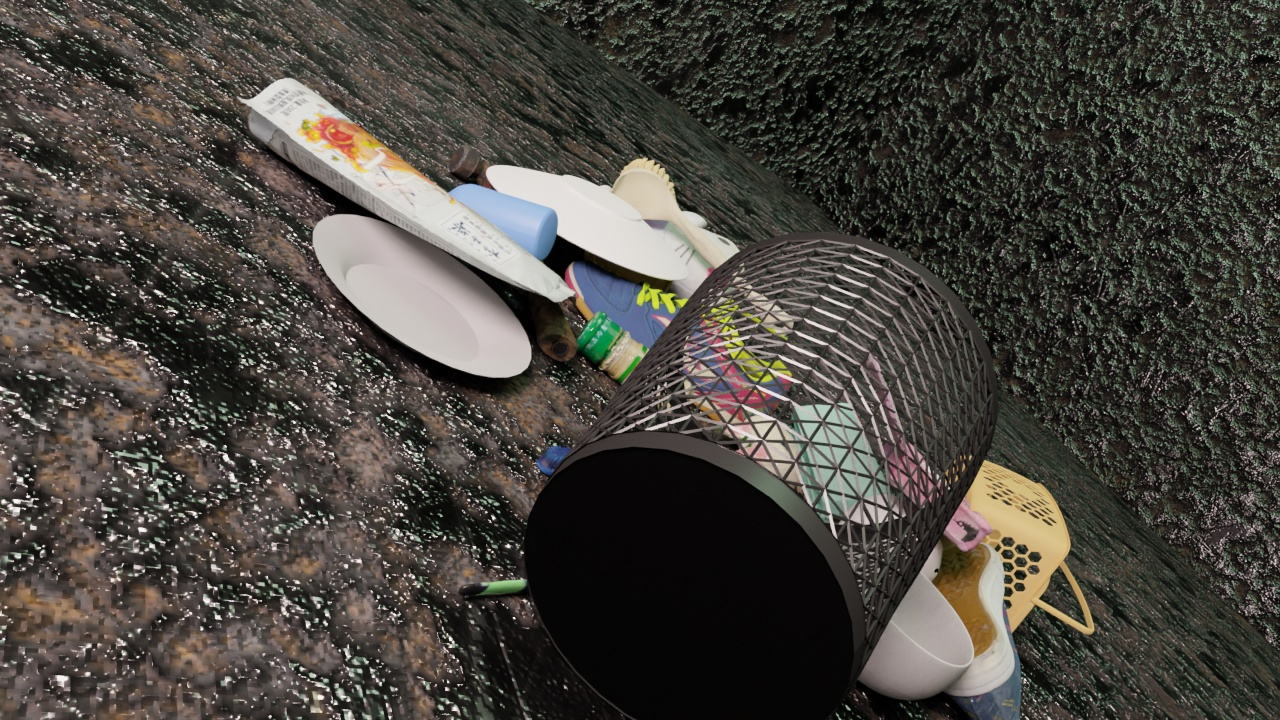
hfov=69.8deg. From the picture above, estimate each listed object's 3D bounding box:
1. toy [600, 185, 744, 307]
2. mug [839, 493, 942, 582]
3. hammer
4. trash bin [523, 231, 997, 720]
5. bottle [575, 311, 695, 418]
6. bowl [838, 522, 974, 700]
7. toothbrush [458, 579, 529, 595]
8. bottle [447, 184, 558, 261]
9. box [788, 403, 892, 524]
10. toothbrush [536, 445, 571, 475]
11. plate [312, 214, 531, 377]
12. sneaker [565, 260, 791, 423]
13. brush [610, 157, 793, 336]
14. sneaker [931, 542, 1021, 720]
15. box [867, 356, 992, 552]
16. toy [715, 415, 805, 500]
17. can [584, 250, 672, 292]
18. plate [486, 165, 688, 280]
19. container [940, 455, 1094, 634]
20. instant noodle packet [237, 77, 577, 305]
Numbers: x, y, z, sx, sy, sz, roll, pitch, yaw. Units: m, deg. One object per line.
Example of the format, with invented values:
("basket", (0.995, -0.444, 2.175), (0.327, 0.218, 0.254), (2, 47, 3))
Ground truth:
("toy", (0.033, -0.138, 1.120), (0.209, 0.086, 0.137), (40, 33, 9))
("mug", (0.206, 0.160, 0.777), (0.090, 0.076, 0.123), (47, 20, 20))
("hammer", (-0.104, -0.101, 0.868), (0.120, 0.033, 0.330), (27, 23, -34))
("trash bin", (0.069, 0.066, 0.510), (0.217, 0.218, 0.242), (41, 35, 6))
("bottle", (-0.005, 0.005, 0.791), (0.110, 0.043, 0.042), (38, 19, -8))
("bowl", (0.167, 0.187, 0.662), (0.132, 0.064, 0.131), (34, 19, -14))
("toothbrush", (-0.029, 0.126, 0.514), (0.187, 0.014, 0.017), (13, 40, -52))
("bottle", (-0.140, -0.127, 0.799), (0.131, 0.048, 0.048), (19, 16, 12))
("box", (0.194, 0.120, 0.926), (0.077, 0.079, 0.188), (-4, 25, 0))
("toothbrush", (-0.001, 0.082, 0.659), (0.189, 0.017, 0.016), (18, 29, -47))
("plate", (-0.155, -0.041, 0.650), (0.172, 0.019, 0.172), (34, 19, -14))
("sneaker", (0.040, -0.034, 0.886), (0.242, 0.091, 0.116), (37, 21, -5))
("brush", (0.071, -0.127, 1.032), (0.272, 0.062, 0.077), (45, 49, 12))
("sneaker", (0.277, 0.230, 0.779), (0.079, 0.088, 0.235), (66, 20, -5))
("box", (0.240, 0.079, 0.838), (0.180, 0.055, 0.232), (59, 11, 8))
("toy", (0.119, 0.086, 0.837), (0.112, 0.050, 0.087), (24, 23, -23))
("can", (-0.012, -0.111, 1.024), (0.100, 0.054, 0.059), (36, 18, -11))
("plate", (-0.045, -0.154, 0.934), (0.229, 0.030, 0.229), (26, 18, -10))
("container", (0.387, 0.197, 0.955), (0.167, 0.129, 0.183), (32, 18, 6))
("instant noodle packet", (-0.165, -0.121, 0.707), (0.269, 0.057, 0.146), (32, 7, 0))
